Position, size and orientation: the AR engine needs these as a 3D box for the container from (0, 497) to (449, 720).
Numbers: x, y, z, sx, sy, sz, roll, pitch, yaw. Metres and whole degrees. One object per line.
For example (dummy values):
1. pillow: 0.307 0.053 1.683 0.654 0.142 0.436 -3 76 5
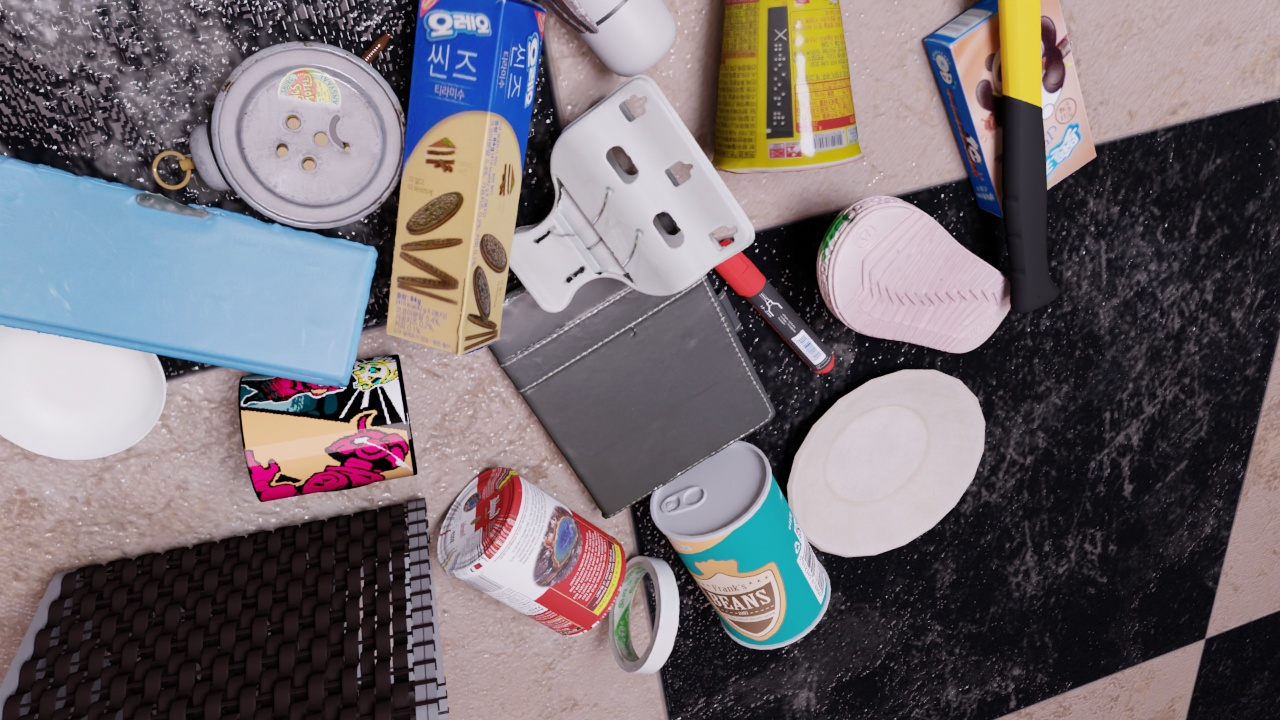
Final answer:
1. container: -0.252 0.267 0.609 0.243 0.245 0.248 -6 118 -13

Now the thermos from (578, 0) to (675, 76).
1. thermos: -0.061 -0.254 0.509 0.052 0.052 0.224 -42 122 5

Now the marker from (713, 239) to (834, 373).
1. marker: 0.103 -0.036 0.698 0.145 0.021 0.023 43 60 -31

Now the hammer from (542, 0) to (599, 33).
1. hammer: 0.056 -0.294 0.503 0.313 0.035 0.138 -29 119 -17

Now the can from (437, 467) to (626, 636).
1. can: -0.081 0.145 0.692 0.087 0.086 0.116 -46 122 8

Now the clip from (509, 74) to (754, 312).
1. clip: -0.015 -0.095 0.596 0.153 0.098 0.126 -30 102 29

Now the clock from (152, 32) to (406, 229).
1. clock: -0.202 -0.127 0.526 0.147 0.056 0.104 -19 121 -11

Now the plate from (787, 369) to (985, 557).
1. plate: 0.209 0.088 0.797 0.188 0.027 0.189 -8 119 -15

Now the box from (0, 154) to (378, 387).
1. box: -0.278 -0.048 0.528 0.231 0.054 0.093 12 85 -24

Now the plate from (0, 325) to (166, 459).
1. plate: -0.348 0.011 0.565 0.104 0.026 0.104 -8 118 -14

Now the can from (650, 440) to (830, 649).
1. can: 0.083 0.150 0.744 0.099 0.099 0.144 -31 122 -1

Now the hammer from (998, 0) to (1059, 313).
1. hammer: 0.265 -0.174 0.637 0.127 0.029 0.324 -23 122 -10

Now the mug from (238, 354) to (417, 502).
1. mug: -0.204 0.054 0.614 0.098 0.081 0.118 -9 146 -15

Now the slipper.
1. slipper: 0.200 -0.064 0.695 0.239 0.064 0.094 16 114 -44

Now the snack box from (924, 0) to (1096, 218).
1. snack box: 0.272 -0.190 0.668 0.087 0.034 0.151 -34 123 0

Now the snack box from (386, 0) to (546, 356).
1. snack box: -0.105 -0.110 0.542 0.056 0.057 0.207 16 109 18

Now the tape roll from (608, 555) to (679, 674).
1. tape roll: 0.002 0.207 0.749 0.018 0.093 0.094 12 112 -24

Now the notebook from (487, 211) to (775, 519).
1. notebook: -0.004 0.004 0.679 0.169 0.029 0.209 -31 123 -1

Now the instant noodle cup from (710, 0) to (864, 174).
1. instant noodle cup: 0.091 -0.182 0.582 0.100 0.100 0.112 -9 109 -14
